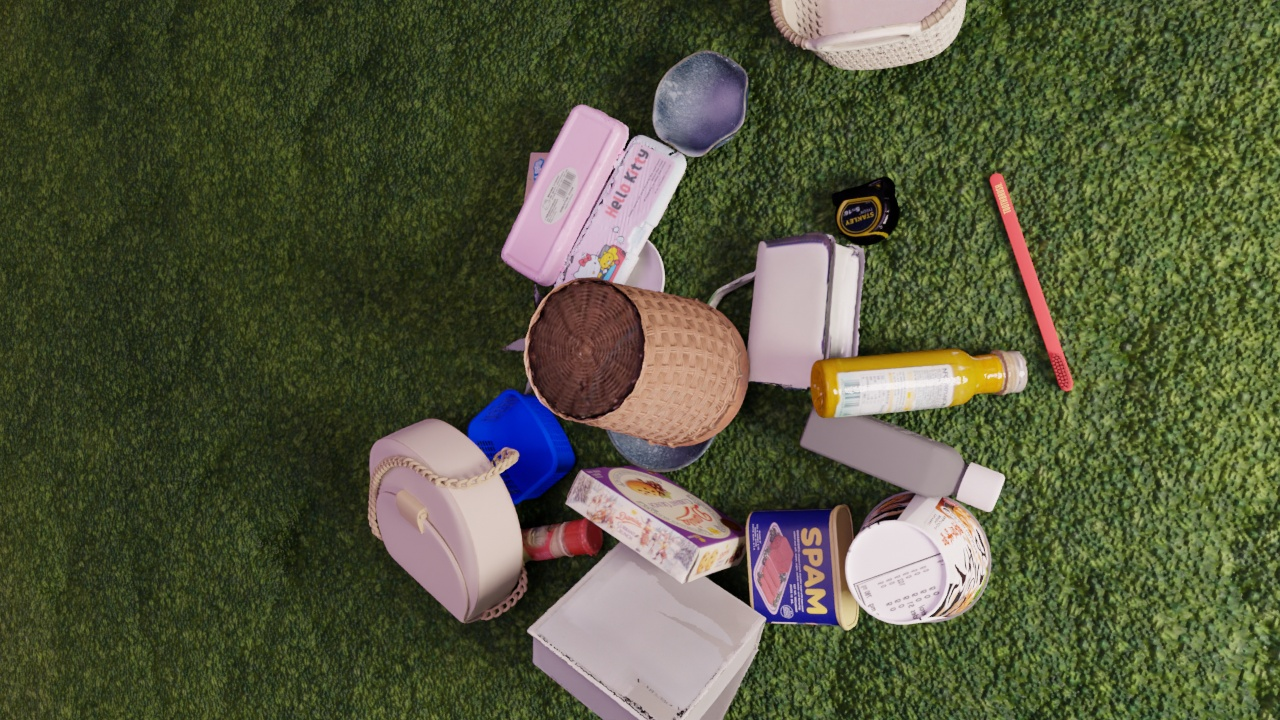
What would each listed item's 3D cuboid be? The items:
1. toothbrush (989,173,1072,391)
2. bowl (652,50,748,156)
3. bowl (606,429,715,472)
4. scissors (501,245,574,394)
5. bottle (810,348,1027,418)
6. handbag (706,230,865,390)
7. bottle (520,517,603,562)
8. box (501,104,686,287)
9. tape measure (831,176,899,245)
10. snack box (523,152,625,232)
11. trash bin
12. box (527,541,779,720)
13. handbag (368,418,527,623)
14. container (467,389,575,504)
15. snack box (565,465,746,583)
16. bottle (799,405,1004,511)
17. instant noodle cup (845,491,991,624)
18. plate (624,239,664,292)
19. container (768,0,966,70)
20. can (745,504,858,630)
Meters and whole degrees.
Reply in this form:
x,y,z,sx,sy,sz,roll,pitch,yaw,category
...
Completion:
x,y,z,sx,sy,sz,roll,pitch,yaw,category
0.356,-0.074,0.838,0.012,0.017,0.212,-19,78,24,toothbrush
0.071,-0.268,0.978,0.110,0.055,0.110,-2,86,27,bowl
0.032,0.049,0.972,0.137,0.057,0.137,-2,85,26,bowl
-0.079,-0.033,1.044,0.203,0.015,0.202,28,109,32,scissors
0.250,0.017,0.824,0.186,0.053,0.053,-5,82,-4,bottle
0.139,-0.046,0.930,0.176,0.074,0.151,1,85,46,handbag
-0.097,0.204,1.035,0.109,0.044,0.044,-13,80,26,bottle
-0.056,-0.165,1.005,0.152,0.038,0.201,33,101,26,box
0.223,-0.144,0.902,0.062,0.034,0.061,-11,76,38,tape measure
-0.063,-0.192,1.052,0.151,0.034,0.087,8,89,27,snack box
-0.005,0.005,0.843,0.151,0.209,0.151,-2,85,27,trash bin
0.031,0.343,1.006,0.167,0.422,0.173,31,70,26,box
-0.216,0.172,1.033,0.211,0.103,0.209,29,129,37,handbag
-0.133,0.099,1.052,0.096,0.058,0.114,-41,70,19,container
0.022,0.159,0.920,0.148,0.143,0.040,30,99,26,snack box
0.243,0.089,0.847,0.174,0.083,0.046,22,96,26,bottle
0.240,0.181,0.818,0.124,0.121,0.123,-2,85,27,instant noodle cup
-0.012,-0.089,1.019,0.104,0.026,0.104,0,91,34,plate
0.222,-0.396,0.862,0.185,0.142,0.246,1,87,27,container
0.157,0.201,0.897,0.092,0.056,0.116,-6,83,28,can
